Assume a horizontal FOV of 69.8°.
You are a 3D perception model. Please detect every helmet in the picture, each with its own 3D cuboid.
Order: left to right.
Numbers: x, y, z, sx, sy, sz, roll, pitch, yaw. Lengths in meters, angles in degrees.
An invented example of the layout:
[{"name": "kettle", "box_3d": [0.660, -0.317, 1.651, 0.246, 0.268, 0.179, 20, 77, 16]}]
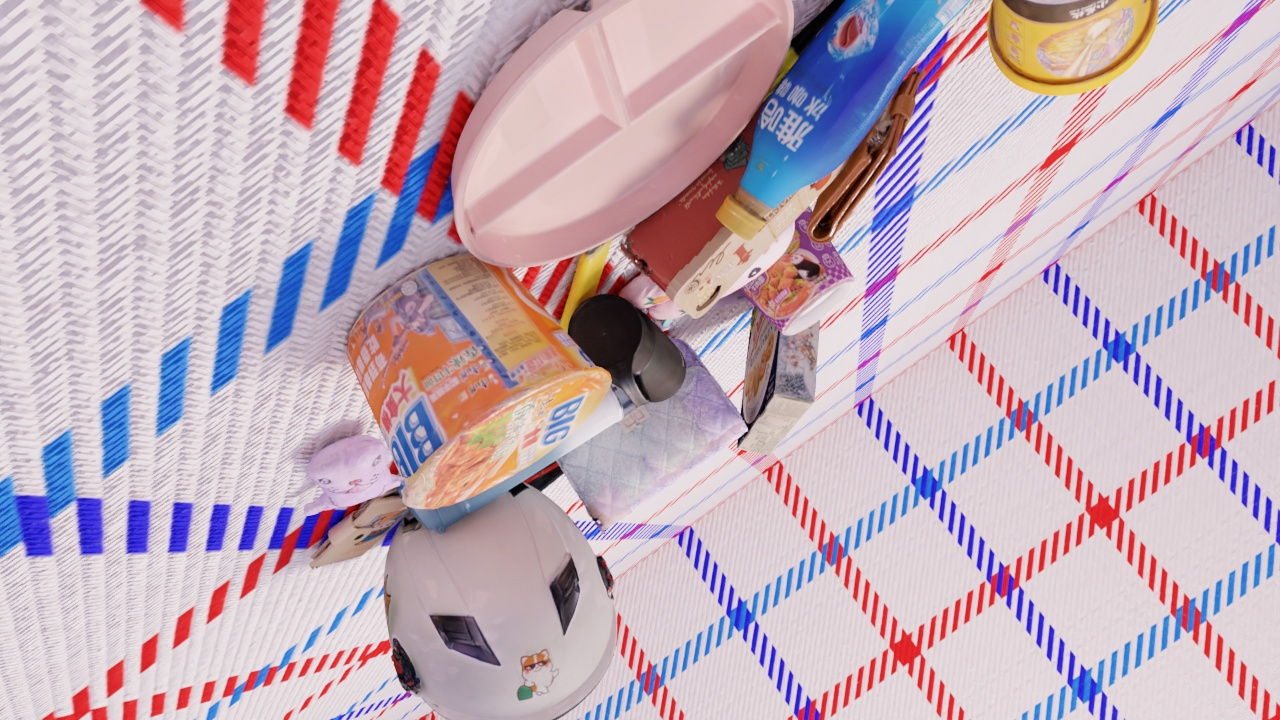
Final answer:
[{"name": "helmet", "box_3d": [-0.149, 0.210, 0.905, 0.229, 0.274, 0.157, -21, 123, -17]}]

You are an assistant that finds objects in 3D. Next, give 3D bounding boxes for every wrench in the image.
[{"name": "wrench", "box_3d": [-0.065, 0.098, 1.076, 0.274, 0.056, 0.016, -38, 130, 18]}]

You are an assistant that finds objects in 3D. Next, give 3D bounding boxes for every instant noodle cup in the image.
[{"name": "instant noodle cup", "box_3d": [-0.111, 0.010, 0.597, 0.151, 0.111, 0.151, -32, 164, -11]}, {"name": "instant noodle cup", "box_3d": [0.141, -0.086, 0.867, 0.111, 0.099, 0.112, -32, 162, -12]}, {"name": "instant noodle cup", "box_3d": [0.307, -0.269, 0.658, 0.119, 0.118, 0.114, -40, 155, 15]}]

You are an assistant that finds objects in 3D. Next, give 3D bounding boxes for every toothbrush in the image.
[{"name": "toothbrush", "box_3d": [0.073, -0.060, 0.950, 0.021, 0.029, 0.188, 4, -167, 36]}]

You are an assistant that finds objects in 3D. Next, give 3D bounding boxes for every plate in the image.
[{"name": "plate", "box_3d": [-0.011, -0.138, 0.529, 0.229, 0.028, 0.230, -33, 164, -11]}]

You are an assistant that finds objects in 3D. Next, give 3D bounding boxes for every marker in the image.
[{"name": "marker", "box_3d": [0.110, -0.209, 0.597, 0.124, 0.015, 0.018, -42, 163, 18]}]

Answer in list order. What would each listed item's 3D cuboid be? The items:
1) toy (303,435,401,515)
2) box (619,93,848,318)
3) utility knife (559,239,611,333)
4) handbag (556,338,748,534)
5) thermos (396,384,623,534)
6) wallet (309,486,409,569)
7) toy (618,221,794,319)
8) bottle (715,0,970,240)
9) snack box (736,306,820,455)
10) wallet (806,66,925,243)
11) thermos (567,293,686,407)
[{"name": "toy", "box_3d": [-0.229, 0.089, 0.721, 0.083, 0.039, 0.108, -20, 161, -20]}, {"name": "box", "box_3d": [0.065, -0.119, 0.673, 0.168, 0.075, 0.091, -46, 163, 6]}, {"name": "utility knife", "box_3d": [-0.044, -0.059, 0.714, 0.033, 0.015, 0.181, -41, 169, -29]}, {"name": "handbag", "box_3d": [0.000, 0.075, 0.978, 0.194, 0.134, 0.075, -36, 166, 0]}, {"name": "thermos", "box_3d": [-0.122, 0.082, 0.869, 0.220, 0.070, 0.070, -31, 164, -19]}, {"name": "wallet", "box_3d": [-0.262, 0.157, 0.884, 0.115, 0.024, 0.087, -40, 169, 22]}, {"name": "toy", "box_3d": [0.059, -0.084, 0.786, 0.160, 0.054, 0.121, -36, 155, 25]}, {"name": "bottle", "box_3d": [0.124, -0.170, 0.574, 0.219, 0.065, 0.065, -53, 159, 19]}, {"name": "snack box", "box_3d": [0.150, -0.010, 0.990, 0.046, 0.182, 0.178, 9, 157, -2]}, {"name": "wallet", "box_3d": [0.180, -0.167, 0.735, 0.108, 0.031, 0.131, -56, -174, 50]}, {"name": "thermos", "box_3d": [-0.005, 0.005, 0.813, 0.068, 0.090, 0.242, -19, 171, 7]}]
